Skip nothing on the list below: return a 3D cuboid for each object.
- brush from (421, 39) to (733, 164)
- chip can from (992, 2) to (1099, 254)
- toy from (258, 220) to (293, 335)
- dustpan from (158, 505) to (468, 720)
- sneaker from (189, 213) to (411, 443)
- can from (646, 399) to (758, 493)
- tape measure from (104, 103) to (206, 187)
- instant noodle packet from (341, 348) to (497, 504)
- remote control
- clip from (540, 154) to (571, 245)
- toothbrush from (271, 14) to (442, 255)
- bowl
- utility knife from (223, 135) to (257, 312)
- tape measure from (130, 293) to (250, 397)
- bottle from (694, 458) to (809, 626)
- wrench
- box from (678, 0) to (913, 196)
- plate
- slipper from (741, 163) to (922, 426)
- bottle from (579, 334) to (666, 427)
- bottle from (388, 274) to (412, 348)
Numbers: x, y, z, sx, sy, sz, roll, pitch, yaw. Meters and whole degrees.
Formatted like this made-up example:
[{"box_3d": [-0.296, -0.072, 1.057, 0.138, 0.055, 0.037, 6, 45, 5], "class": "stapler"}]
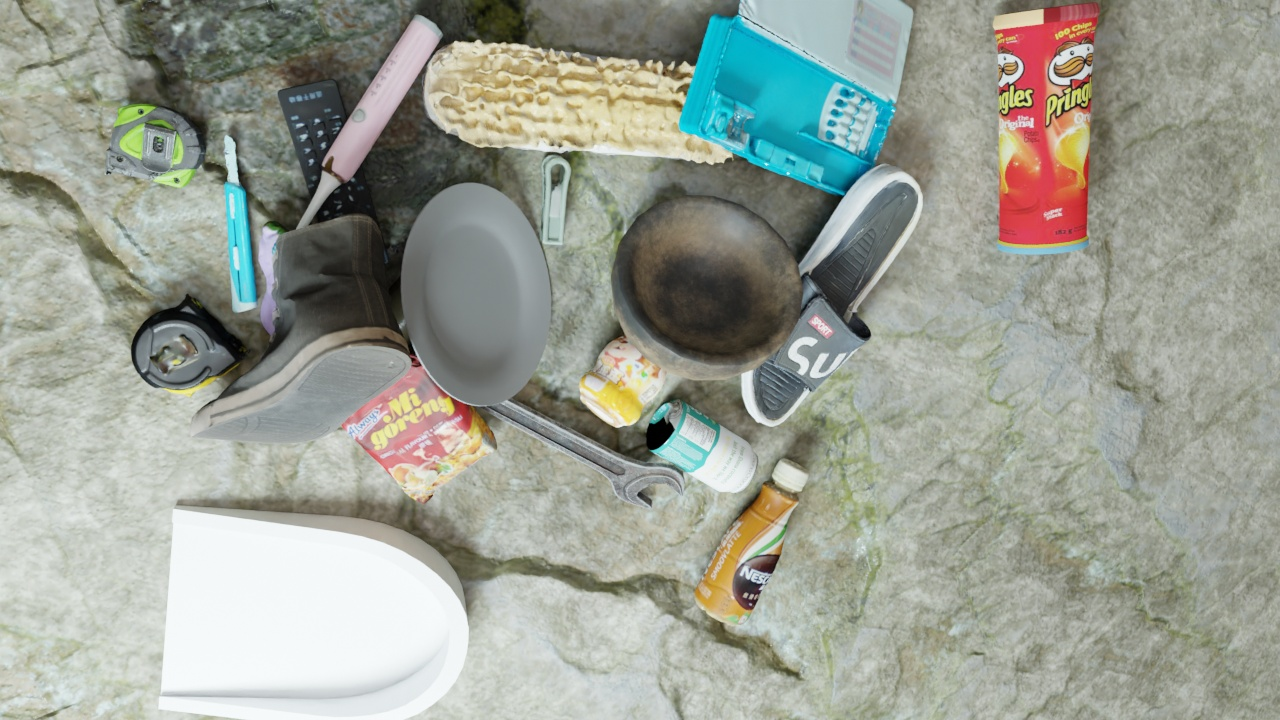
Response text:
[{"box_3d": [-0.041, -0.211, 0.756, 0.271, 0.056, 0.083, 2, 104, -15], "class": "brush"}, {"box_3d": [0.372, -0.211, 0.846, 0.087, 0.087, 0.213, -11, 108, -11], "class": "chip can"}, {"box_3d": [-0.271, -0.060, 0.746, 0.080, 0.036, 0.100, 11, 113, -5], "class": "toy"}, {"box_3d": [-0.285, 0.237, 0.815, 0.257, 0.053, 0.191, 7, 103, -16], "class": "dustpan"}, {"box_3d": [-0.269, -0.012, 0.704, 0.095, 0.119, 0.235, 11, 147, -44], "class": "sneaker"}, {"box_3d": [0.058, 0.082, 0.859, 0.101, 0.055, 0.055, 32, 95, -19], "class": "can"}, {"box_3d": [-0.368, -0.164, 0.697, 0.065, 0.036, 0.059, 9, 101, -16], "class": "tape measure"}, {"box_3d": [-0.191, 0.056, 0.783, 0.098, 0.039, 0.135, -28, 128, 4], "class": "instant noodle packet"}, {"box_3d": [-0.246, -0.147, 0.742, 0.047, 0.022, 0.150, -15, 109, -10], "class": "remote control"}, {"box_3d": [-0.074, -0.137, 0.784, 0.023, 0.037, 0.075, 0, 109, -16], "class": "clip"}, {"box_3d": [-0.222, -0.171, 0.715, 0.222, 0.027, 0.026, -60, 153, -6], "class": "toothbrush"}, {"box_3d": [0.051, -0.055, 0.784, 0.162, 0.070, 0.162, 5, 66, -12], "class": "bowl"}, {"box_3d": [-0.324, -0.108, 0.736, 0.022, 0.015, 0.141, 3, 104, 17], "class": "utility knife"}, {"box_3d": [-0.366, -0.009, 0.737, 0.072, 0.042, 0.071, -38, 113, 1], "class": "tape measure"}, {"box_3d": [0.113, 0.175, 0.895, 0.059, 0.059, 0.167, 24, 97, -19], "class": "bottle"}, {"box_3d": [-0.079, 0.066, 0.828, 0.273, 0.010, 0.070, 30, 131, -18], "class": "wrench"}, {"box_3d": [0.142, -0.244, 0.757, 0.226, 0.039, 0.182, 9, 102, -44], "class": "box"}, {"box_3d": [-0.130, -0.052, 0.740, 0.012, 0.177, 0.178, -1, 110, 31], "class": "plate"}, {"box_3d": [0.181, -0.051, 0.836, 0.111, 0.063, 0.264, 28, 96, -43], "class": "slipper"}, {"box_3d": [-0.005, 0.005, 0.821, 0.063, 0.063, 0.109, 42, 77, -20], "class": "bottle"}, {"box_3d": [-0.217, -0.019, 0.770, 0.045, 0.045, 0.185, 41, 98, -20], "class": "bottle"}]
